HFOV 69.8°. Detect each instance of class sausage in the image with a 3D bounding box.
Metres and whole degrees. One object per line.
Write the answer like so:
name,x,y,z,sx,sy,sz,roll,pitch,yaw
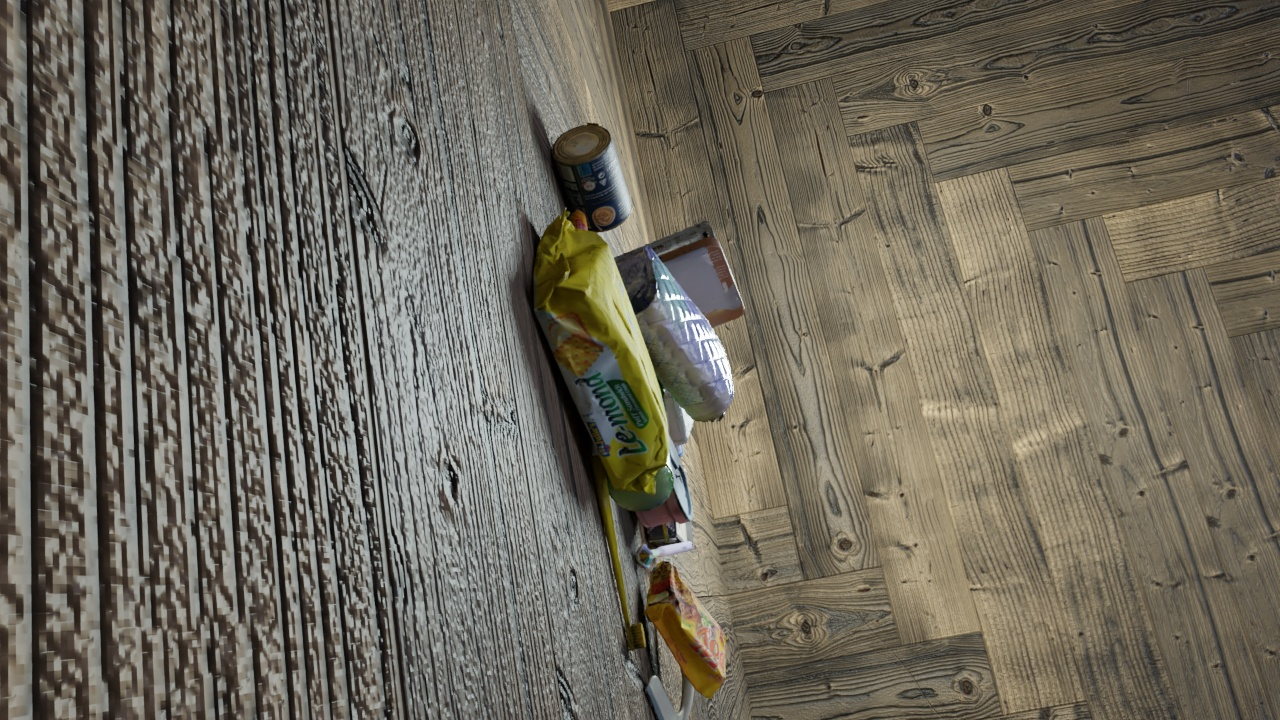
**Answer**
sausage,-0.066,-0.112,1.070,0.021,0.021,0.165,68,11,-61

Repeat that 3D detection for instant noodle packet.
instant noodle packet,0.054,0.301,1.032,0.128,0.044,0.110,57,15,-10

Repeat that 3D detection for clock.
clock,0.017,0.135,1.139,0.117,0.060,0.158,62,14,-45

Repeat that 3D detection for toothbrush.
toothbrush,0.034,0.235,1.137,0.189,0.021,0.029,19,64,-69
toothbrush,-0.022,0.184,0.883,0.015,0.016,0.190,20,58,-84

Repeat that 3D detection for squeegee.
squeegee,0.041,0.341,1.081,0.246,0.039,0.247,-96,172,-52

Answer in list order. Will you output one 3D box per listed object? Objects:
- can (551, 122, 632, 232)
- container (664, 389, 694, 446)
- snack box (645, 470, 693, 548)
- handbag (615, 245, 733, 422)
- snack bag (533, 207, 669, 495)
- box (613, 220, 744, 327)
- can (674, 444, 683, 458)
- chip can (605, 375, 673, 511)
can,-0.058,-0.222,1.116,0.111,0.075,0.075,71,8,-48
container,0.024,0.069,1.269,0.114,0.090,0.090,-70,148,-75
snack box,0.037,0.196,1.253,0.126,0.053,0.113,66,18,-70
handbag,0.033,-0.029,1.067,0.194,0.076,0.134,50,19,-35
snack bag,-0.034,-0.009,0.873,0.157,0.068,0.247,-98,168,-57
box,0.035,-0.100,1.261,0.178,0.182,0.152,52,17,-77
can,0.029,0.093,1.456,0.053,0.053,0.135,-85,162,-73
chip can,-0.003,0.080,1.028,0.221,0.072,0.073,-93,170,-63
